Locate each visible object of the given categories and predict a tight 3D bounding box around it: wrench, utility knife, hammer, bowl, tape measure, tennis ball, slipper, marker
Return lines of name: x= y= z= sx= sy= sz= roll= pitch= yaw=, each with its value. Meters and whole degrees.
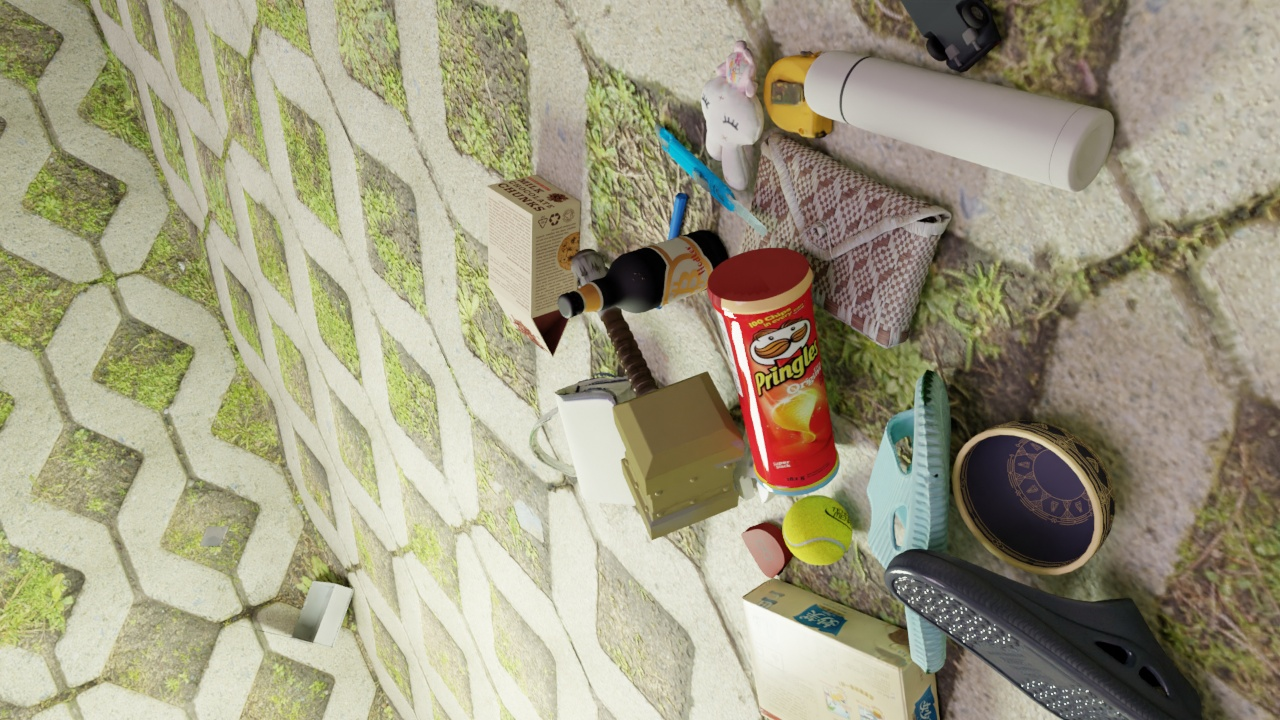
wrench: x=0.117 y=0.026 z=0.921 sx=0.066 sy=0.018 sz=0.274 roll=27 pitch=128 yaw=44
utility knife: x=0.062 y=-0.169 z=0.853 sx=0.207 sy=0.015 sz=0.031 roll=51 pitch=167 yaw=43
hammer: x=-0.006 y=0.006 z=0.990 sx=0.190 sy=0.100 sz=0.324 roll=84 pitch=163 yaw=-59
bowl: x=0.296 y=0.092 z=0.673 sx=0.112 sy=0.061 sz=0.113 roll=30 pitch=131 yaw=42
tape measure: x=0.129 y=-0.221 z=0.756 sx=0.059 sy=0.030 sz=0.068 roll=24 pitch=126 yaw=43
tennis ball: x=0.170 y=0.162 z=0.879 sx=0.065 sy=0.065 sz=0.065 roll=30 pitch=131 yaw=42
slipper: x=0.308 y=0.202 z=0.678 sx=0.268 sy=0.083 sz=0.111 roll=33 pitch=158 yaw=0
marker: x=0.031 y=-0.111 z=0.965 sx=0.013 sy=0.013 sz=0.142 roll=42 pitch=138 yaw=32
tape measure: x=0.141 y=0.202 z=0.983 sx=0.059 sy=0.019 sz=0.052 roll=59 pitch=143 yaw=1
slipper: x=0.222 y=0.141 z=0.760 sx=0.069 sy=0.115 sz=0.276 roll=-1 pitch=116 yaw=17

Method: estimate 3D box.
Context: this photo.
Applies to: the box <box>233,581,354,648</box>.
box: x=-0.971 y=0.781 z=2.363 sx=0.167 sy=0.526 sz=0.234 roll=-12 pitch=101 yaw=48

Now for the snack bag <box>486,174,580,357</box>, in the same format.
snack bag: x=-0.134 y=-0.111 z=1.138 sx=0.094 sy=0.069 sz=0.207 roll=37 pitch=135 yaw=38

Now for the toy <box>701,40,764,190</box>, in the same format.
toy: x=0.079 y=-0.214 z=0.800 sx=0.076 sy=0.037 sz=0.126 roll=57 pitch=156 yaw=35

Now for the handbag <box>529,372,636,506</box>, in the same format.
handbag: x=-0.063 y=0.096 z=1.137 sx=0.176 sy=0.073 sz=0.151 roll=-6 pitch=106 yaw=35

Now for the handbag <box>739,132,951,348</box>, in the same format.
handbag: x=0.158 y=-0.103 z=0.766 sx=0.186 sy=0.046 sz=0.124 roll=38 pitch=135 yaw=38

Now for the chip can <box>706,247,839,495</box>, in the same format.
chip can: x=0.121 y=0.014 z=0.806 sx=0.087 sy=0.086 sz=0.213 roll=25 pitch=141 yaw=45

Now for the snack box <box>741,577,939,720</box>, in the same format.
snack box: x=0.203 y=0.327 z=0.935 sx=0.208 sy=0.055 sz=0.153 roll=10 pitch=116 yaw=51

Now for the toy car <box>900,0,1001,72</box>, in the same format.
toy car: x=0.204 y=-0.253 z=0.630 sx=0.112 sy=0.034 sz=0.046 roll=62 pitch=146 yaw=8

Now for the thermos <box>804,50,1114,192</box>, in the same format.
thermos: x=0.212 y=-0.175 z=0.647 sx=0.224 sy=0.052 sz=0.052 roll=32 pitch=132 yaw=41

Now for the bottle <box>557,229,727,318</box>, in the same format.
bottle: x=0.000 y=-0.076 z=0.875 sx=0.059 sy=0.181 sz=0.059 roll=30 pitch=131 yaw=42
